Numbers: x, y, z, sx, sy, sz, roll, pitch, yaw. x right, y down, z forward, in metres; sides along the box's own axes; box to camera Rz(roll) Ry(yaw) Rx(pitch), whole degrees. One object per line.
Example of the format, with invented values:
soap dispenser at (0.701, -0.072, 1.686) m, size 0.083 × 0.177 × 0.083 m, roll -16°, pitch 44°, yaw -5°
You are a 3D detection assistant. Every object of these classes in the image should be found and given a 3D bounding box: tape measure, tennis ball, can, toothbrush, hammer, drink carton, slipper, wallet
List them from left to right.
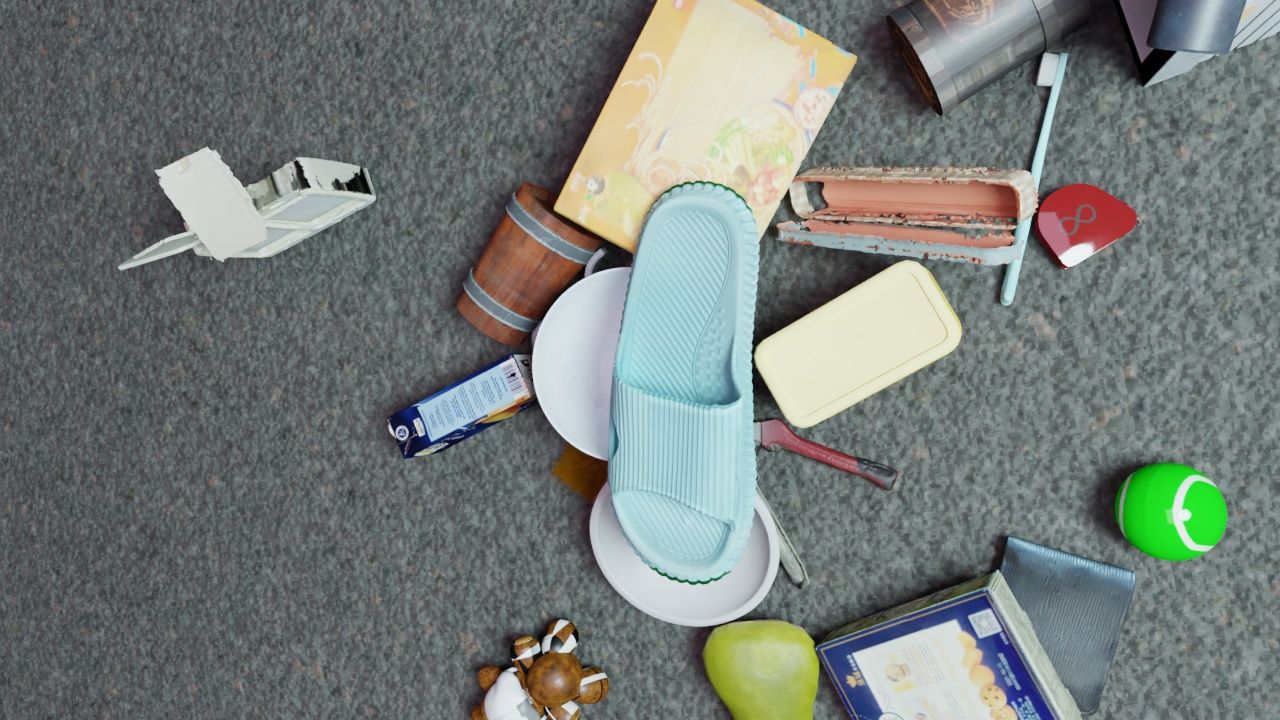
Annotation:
drink carton at (-0.141, 0.038, 0.771) m, size 0.130 × 0.064 × 0.040 m, roll -27°, pitch 82°, yaw 16°
slipper at (0.024, 0.015, 0.617) m, size 0.116 × 0.069 × 0.276 m, roll 6°, pitch 93°, yaw 28°
can at (0.156, -0.012, 0.654) m, size 0.135 × 0.104 × 0.075 m, roll -31°, pitch 83°, yaw 16°
hammer at (0.218, -0.278, 0.567) m, size 0.322 × 0.040 × 0.129 m, roll 34°, pitch 127°, yaw 47°
toothbrush at (0.278, -0.129, 0.656) m, size 0.016 × 0.016 × 0.180 m, roll 10°, pitch 95°, yaw 14°
wallet at (0.295, 0.193, 0.662) m, size 0.089 × 0.026 × 0.115 m, roll 14°, pitch 97°, yaw 18°
tape measure at (0.310, -0.099, 0.646) m, size 0.059 × 0.019 × 0.051 m, roll -33°, pitch 81°, yaw 9°
tennis ball at (0.356, 0.101, 0.617) m, size 0.065 × 0.065 × 0.065 m, roll 1°, pitch 93°, yaw 17°

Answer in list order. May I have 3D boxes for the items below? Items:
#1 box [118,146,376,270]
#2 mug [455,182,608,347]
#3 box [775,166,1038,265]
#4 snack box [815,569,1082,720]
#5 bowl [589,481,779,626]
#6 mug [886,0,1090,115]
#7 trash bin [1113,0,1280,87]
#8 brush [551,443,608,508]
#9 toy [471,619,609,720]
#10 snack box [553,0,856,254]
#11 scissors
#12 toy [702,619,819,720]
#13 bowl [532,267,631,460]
box at (-0.321, -0.110, 0.759) m, size 0.144 × 0.180 × 0.080 m, roll -22°, pitch 87°, yaw 24°
mug at (-0.078, -0.065, 0.742) m, size 0.117 × 0.081 × 0.111 m, roll 38°, pitch 106°, yaw 4°
box at (0.173, -0.102, 0.632) m, size 0.187 × 0.057 × 0.067 m, roll 13°, pitch 56°, yaw 46°
snack box at (0.224, 0.243, 0.660) m, size 0.145 × 0.042 × 0.144 m, roll -31°, pitch 83°, yaw 32°
bowl at (0.037, 0.134, 0.723) m, size 0.150 × 0.043 × 0.150 m, roll 6°, pitch 111°, yaw 15°
mug at (0.232, -0.247, 0.640) m, size 0.107 × 0.080 × 0.115 m, roll -30°, pitch 58°, yaw 15°
trash bin at (0.419, -0.292, 0.536) m, size 0.247 × 0.142 × 0.142 m, roll -19°, pitch 87°, yaw 17°
brush at (-0.026, 0.055, 0.760) m, size 0.048 × 0.017 × 0.126 m, roll 35°, pitch 102°, yaw 13°
toy at (-0.092, 0.279, 0.773) m, size 0.113 × 0.067 × 0.087 m, roll -37°, pitch 82°, yaw 25°
snack box at (0.046, -0.164, 0.682) m, size 0.145 × 0.080 × 0.195 m, roll 27°, pitch 98°, yaw -3°
scissors at (0.103, 0.090, 0.722) m, size 0.199 × 0.015 × 0.179 m, roll 0°, pitch 93°, yaw 18°
toy at (0.096, 0.254, 0.713) m, size 0.090 × 0.051 × 0.110 m, roll -7°, pitch 95°, yaw 6°
bowl at (-0.004, 0.004, 0.707) m, size 0.144 × 0.074 × 0.144 m, roll 0°, pitch 89°, yaw 8°
